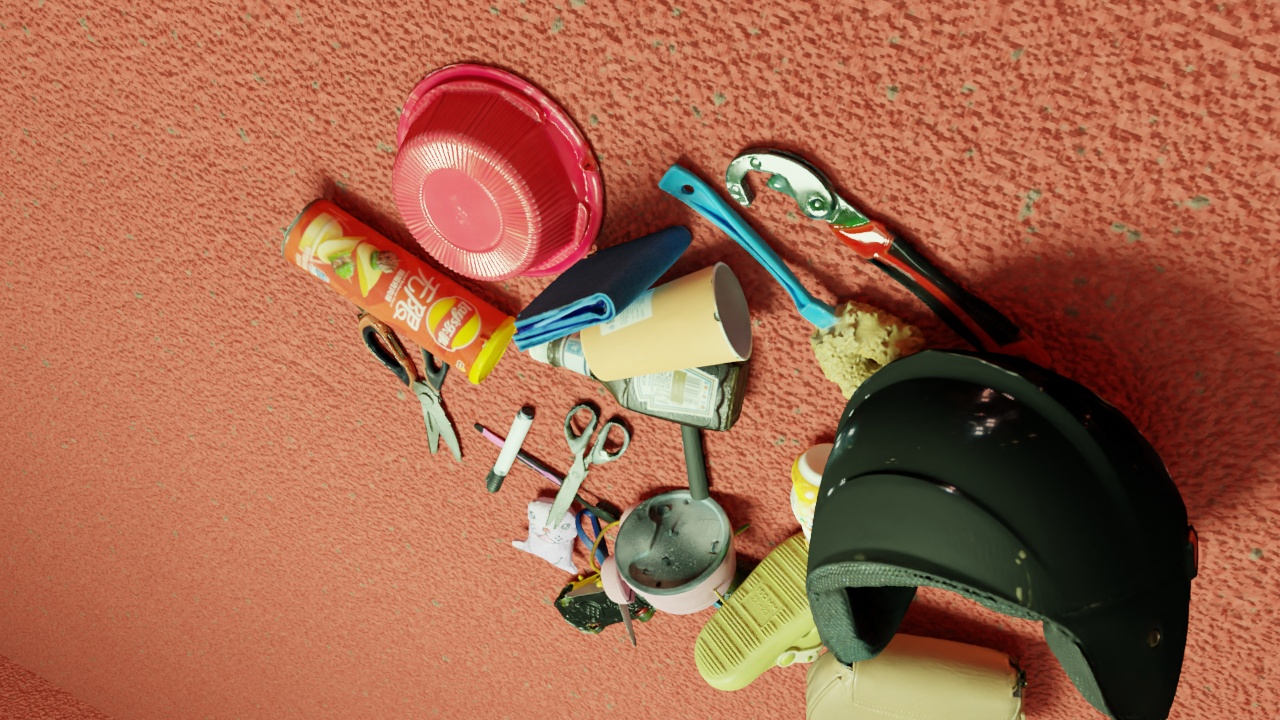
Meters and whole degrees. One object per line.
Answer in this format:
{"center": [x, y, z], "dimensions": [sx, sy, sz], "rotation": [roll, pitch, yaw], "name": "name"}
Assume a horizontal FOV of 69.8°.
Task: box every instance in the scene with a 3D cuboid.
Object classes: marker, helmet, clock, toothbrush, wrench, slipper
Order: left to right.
{"center": [-0.140, 0.095, 0.969], "dimensions": [0.022, 0.018, 0.131], "rotation": [39, 129, 14], "name": "marker"}
{"center": [-0.100, 0.120, 0.986], "dimensions": [0.189, 0.017, 0.014], "rotation": [34, 135, 4], "name": "toothbrush"}
{"center": [0.021, 0.190, 0.907], "dimensions": [0.159, 0.117, 0.060], "rotation": [2, 140, 26], "name": "clock"}
{"center": [0.050, 0.080, 0.861], "dimensions": [0.022, 0.020, 0.132], "rotation": [20, 136, 34], "name": "marker"}
{"center": [0.137, 0.240, 0.864], "dimensions": [0.190, 0.091, 0.081], "rotation": [-41, 128, 1], "name": "slipper"}
{"center": [0.181, -0.070, 0.661], "dimensions": [0.273, 0.016, 0.056], "rotation": [34, 138, -1], "name": "wrench"}
{"center": [0.248, 0.113, 0.636], "dimensions": [0.274, 0.230, 0.234], "rotation": [11, 171, -40], "name": "helmet"}

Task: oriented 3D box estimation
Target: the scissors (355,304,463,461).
{"center": [-0.236, 0.021, 0.973], "dimensions": [0.215, 0.015, 0.196], "rotation": [42, 135, -11], "name": "scissors"}

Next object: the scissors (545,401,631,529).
{"center": [-0.056, 0.118, 0.935], "dimensions": [0.137, 0.014, 0.175], "rotation": [-1, 117, 21], "name": "scissors"}

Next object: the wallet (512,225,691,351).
{"center": [-0.030, -0.056, 0.705], "dimensions": [0.107, 0.132, 0.040], "rotation": [-17, 109, 37], "name": "wallet"}

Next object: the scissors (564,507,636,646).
{"center": [-0.026, 0.221, 0.955], "dimensions": [0.012, 0.172, 0.162], "rotation": [-49, 61, 25], "name": "scissors"}

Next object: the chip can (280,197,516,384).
{"center": [-0.221, -0.066, 0.849], "dimensions": [0.216, 0.073, 0.073], "rotation": [34, 136, 0], "name": "chip can"}

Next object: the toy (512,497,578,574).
{"center": [-0.102, 0.190, 1.026], "dimensions": [0.084, 0.038, 0.108], "rotation": [20, 135, 9], "name": "toy"}

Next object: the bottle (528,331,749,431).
{"center": [-0.005, 0.005, 0.803], "dimensions": [0.195, 0.043, 0.080], "rotation": [14, 113, 19], "name": "bottle"}

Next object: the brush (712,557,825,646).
{"center": [0.132, 0.254, 0.940], "dimensions": [0.144, 0.055, 0.074], "rotation": [19, 134, 13], "name": "brush"}

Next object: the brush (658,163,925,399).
{"center": [0.116, -0.058, 0.697], "dimensions": [0.254, 0.045, 0.083], "rotation": [42, 139, -4], "name": "brush"}

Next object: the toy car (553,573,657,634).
{"center": [-0.040, 0.275, 1.064], "dimensions": [0.071, 0.041, 0.156], "rotation": [46, 133, -14], "name": "toy car"}

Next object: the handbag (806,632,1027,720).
{"center": [0.266, 0.318, 0.885], "dimensions": [0.204, 0.099, 0.148], "rotation": [8, 135, 5], "name": "handbag"}

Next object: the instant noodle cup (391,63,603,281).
{"center": [-0.129, -0.134, 0.743], "dimensions": [0.194, 0.065, 0.194], "rotation": [16, 134, 17], "name": "instant noodle cup"}

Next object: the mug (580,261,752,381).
{"center": [0.018, -0.025, 0.729], "dimensions": [0.123, 0.078, 0.078], "rotation": [-14, 120, 23], "name": "mug"}

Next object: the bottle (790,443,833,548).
{"center": [0.164, 0.126, 0.807], "dimensions": [0.063, 0.063, 0.108], "rotation": [11, 132, 21], "name": "bottle"}
